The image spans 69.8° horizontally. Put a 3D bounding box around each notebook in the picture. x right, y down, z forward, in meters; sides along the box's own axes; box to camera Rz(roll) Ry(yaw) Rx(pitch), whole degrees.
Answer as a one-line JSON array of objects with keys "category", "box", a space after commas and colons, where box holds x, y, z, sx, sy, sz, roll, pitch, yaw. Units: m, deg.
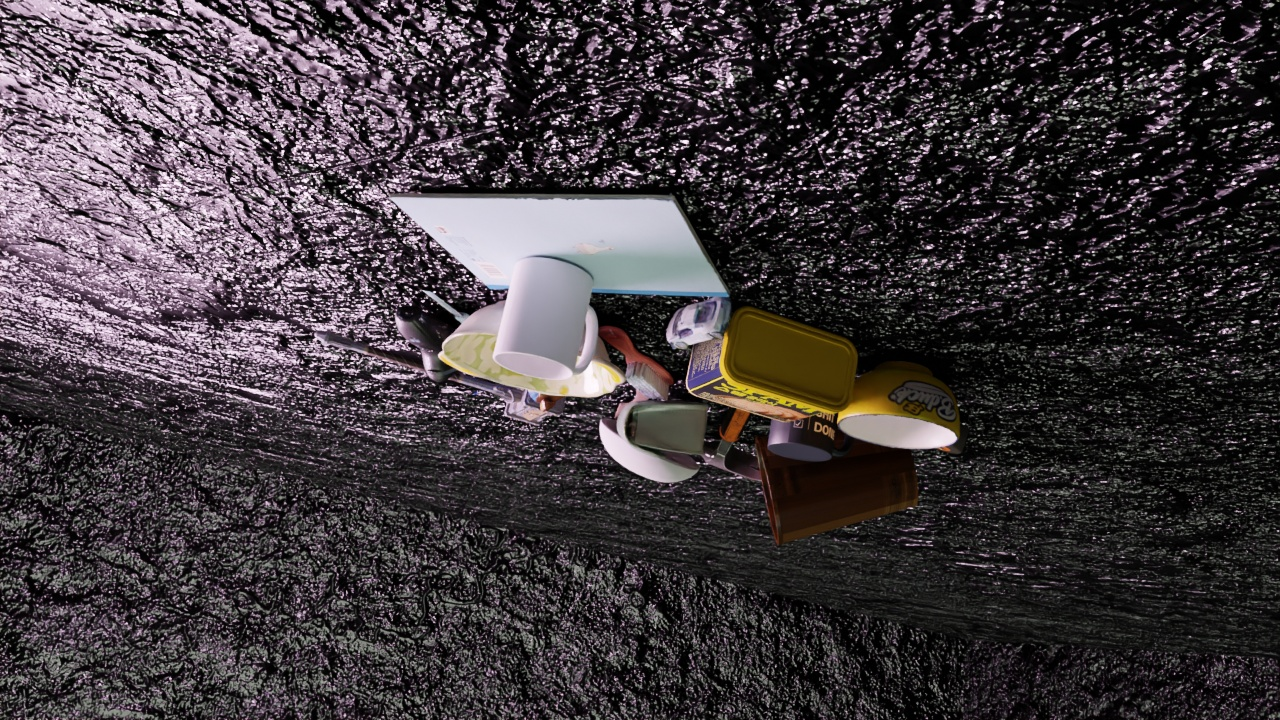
[{"category": "notebook", "box": [-0.064, -0.098, 0.798, 0.254, 0.009, 0.181, 4, 161, 21]}]

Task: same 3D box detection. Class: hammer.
[{"category": "hammer", "box": [-0.262, 0.015, 1.200, 0.321, 0.044, 0.099, 19, 161, -20]}, {"category": "hammer", "box": [0.131, 0.091, 1.180, 0.138, 0.035, 0.315, 22, 160, 6]}]

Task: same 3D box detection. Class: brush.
[{"category": "brush", "box": [-0.002, 0.058, 1.224, 0.050, 0.015, 0.136, 14, 156, -3]}, {"category": "brush", "box": [-0.006, 0.006, 1.042, 0.041, 0.030, 0.172, 3, 159, 25]}]

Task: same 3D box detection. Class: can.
[{"category": "can", "box": [0.125, 0.009, 0.902, 0.135, 0.075, 0.104, 17, 164, -16]}]

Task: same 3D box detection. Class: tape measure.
[{"category": "tape measure", "box": [0.340, 0.079, 1.040, 0.058, 0.038, 0.059, 28, 170, -39]}]

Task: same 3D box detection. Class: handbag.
[{"category": "handbag", "box": [0.027, 0.083, 1.127, 0.106, 0.067, 0.122, 4, 179, -4]}]

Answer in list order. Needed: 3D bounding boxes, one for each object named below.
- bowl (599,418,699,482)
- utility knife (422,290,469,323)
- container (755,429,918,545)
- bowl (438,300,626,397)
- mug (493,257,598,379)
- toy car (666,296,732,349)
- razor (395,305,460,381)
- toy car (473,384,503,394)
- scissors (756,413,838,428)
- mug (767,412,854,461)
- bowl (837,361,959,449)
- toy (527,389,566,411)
[{"category": "bowl", "box": [0.005, 0.131, 1.252, 0.149, 0.043, 0.149, 26, -175, -3]}, {"category": "utility knife", "box": [-0.193, -0.043, 1.041, 0.022, 0.015, 0.165, 3, 157, 29]}, {"category": "container", "box": [0.233, 0.140, 1.098, 0.167, 0.132, 0.132, -11, 159, 3]}, {"category": "bowl", "box": [-0.113, -0.018, 0.990, 0.220, 0.060, 0.188, 3, 161, 27]}, {"category": "mug", "box": [-0.077, -0.031, 0.845, 0.074, 0.090, 0.110, -2, 159, 36]}, {"category": "toy car", "box": [0.052, -0.037, 0.864, 0.027, 0.038, 0.090, 25, 157, -29]}, {"category": "razor", "box": [-0.243, -0.020, 1.053, 0.053, 0.063, 0.140, 6, 162, 13]}, {"category": "toy car", "box": [-0.159, 0.027, 1.145, 0.092, 0.061, 0.033, 21, 160, -27]}, {"category": "scissors", "box": [0.220, 0.082, 1.154, 0.141, 0.014, 0.158, 9, 159, 6]}, {"category": "mug", "box": [0.198, 0.071, 1.033, 0.105, 0.077, 0.071, 20, 160, -23]}, {"category": "bowl", "box": [0.261, 0.042, 0.922, 0.117, 0.067, 0.117, 11, 162, 3]}, {"category": "toy", "box": [-0.088, 0.018, 1.121, 0.102, 0.070, 0.090, -6, 160, -41]}]
